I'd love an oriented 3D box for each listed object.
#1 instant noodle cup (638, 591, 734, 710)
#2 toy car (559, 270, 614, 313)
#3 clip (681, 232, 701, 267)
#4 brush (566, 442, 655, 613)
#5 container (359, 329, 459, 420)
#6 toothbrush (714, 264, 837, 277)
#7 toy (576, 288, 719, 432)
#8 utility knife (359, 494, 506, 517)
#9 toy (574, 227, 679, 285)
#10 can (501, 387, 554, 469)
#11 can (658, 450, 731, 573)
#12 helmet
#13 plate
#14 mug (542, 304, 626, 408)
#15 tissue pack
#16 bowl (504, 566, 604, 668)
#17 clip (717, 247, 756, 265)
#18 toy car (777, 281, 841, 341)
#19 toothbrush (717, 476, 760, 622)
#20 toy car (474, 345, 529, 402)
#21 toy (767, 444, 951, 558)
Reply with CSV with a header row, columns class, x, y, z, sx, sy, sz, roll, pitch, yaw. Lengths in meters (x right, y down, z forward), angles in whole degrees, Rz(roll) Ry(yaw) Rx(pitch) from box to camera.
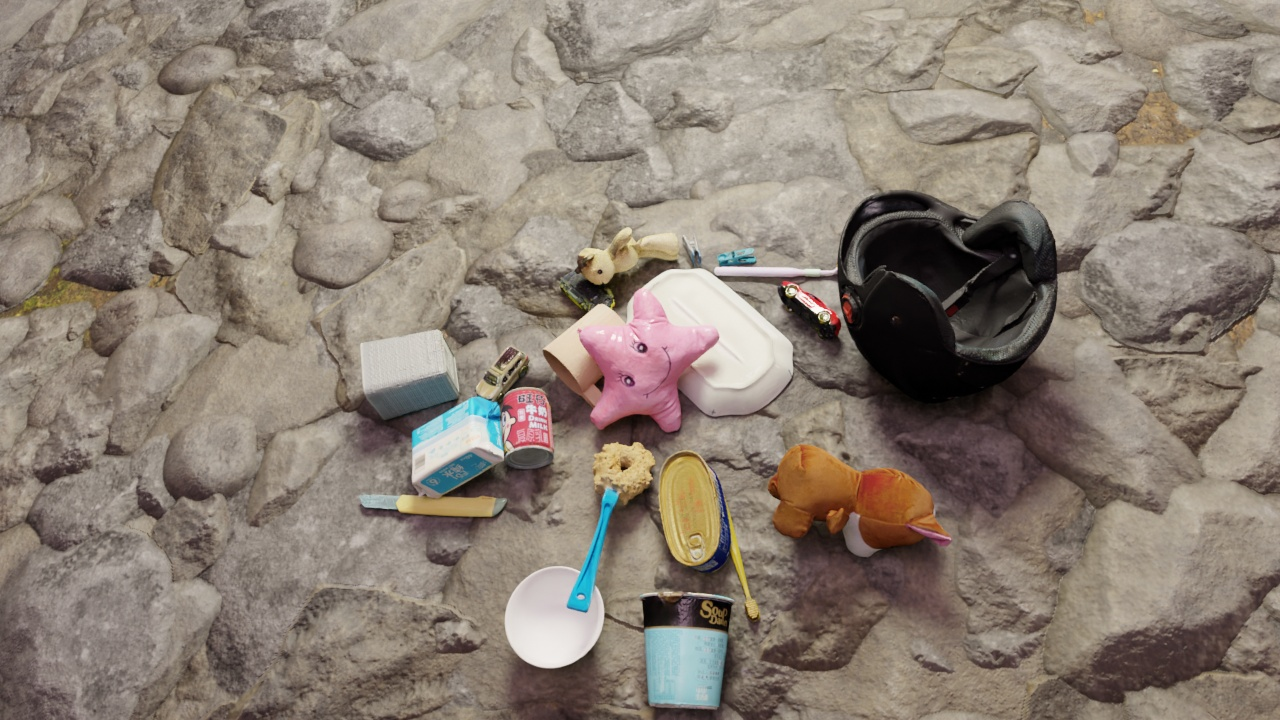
class,x,y,z,sx,sy,sz,roll,pitch,yaw
instant noodle cup,0.049,0.330,1.035,0.111,0.111,0.120,0,68,11
toy car,-0.077,-0.097,1.340,0.048,0.032,0.105,-36,49,-13
clip,0.077,-0.165,1.354,0.033,0.025,0.057,-12,54,-2
brush,-0.042,0.197,1.122,0.083,0.046,0.253,13,46,6
container,-0.322,0.018,1.291,0.114,0.090,0.090,-13,60,-1
toothbrush,0.200,-0.130,1.313,0.189,0.029,0.021,0,98,12
toy,-0.007,0.007,1.207,0.178,0.074,0.195,25,97,-6
utility knife,-0.280,0.190,1.222,0.207,0.021,0.030,4,56,6
toy,-0.017,-0.150,1.327,0.157,0.105,0.066,-15,79,-18
can,-0.151,0.090,1.227,0.066,0.066,0.093,-11,59,5
can,0.067,0.186,1.131,0.075,0.049,0.148,-20,57,17
helmet,0.361,-0.079,1.131,0.233,0.231,0.274,-27,59,-22
plate,0.091,-0.037,1.272,0.162,0.034,0.265,-38,61,-11
mug,-0.056,-0.001,1.261,0.103,0.084,0.124,-42,86,-15
tissue pack,-0.243,0.116,1.212,0.140,0.063,0.089,-30,46,19
bowl,-0.096,0.311,1.091,0.118,0.065,0.118,-5,61,8
clip,0.140,-0.149,1.335,0.056,0.040,0.014,-7,58,15
toy car,0.231,-0.071,1.256,0.031,0.049,0.106,-41,61,-14
toothbrush,0.114,0.227,1.127,0.016,0.017,0.190,-15,59,1
toy car,-0.197,0.021,1.295,0.042,0.035,0.090,29,72,25
toy,0.253,0.173,1.075,0.199,0.131,0.140,6,23,2
